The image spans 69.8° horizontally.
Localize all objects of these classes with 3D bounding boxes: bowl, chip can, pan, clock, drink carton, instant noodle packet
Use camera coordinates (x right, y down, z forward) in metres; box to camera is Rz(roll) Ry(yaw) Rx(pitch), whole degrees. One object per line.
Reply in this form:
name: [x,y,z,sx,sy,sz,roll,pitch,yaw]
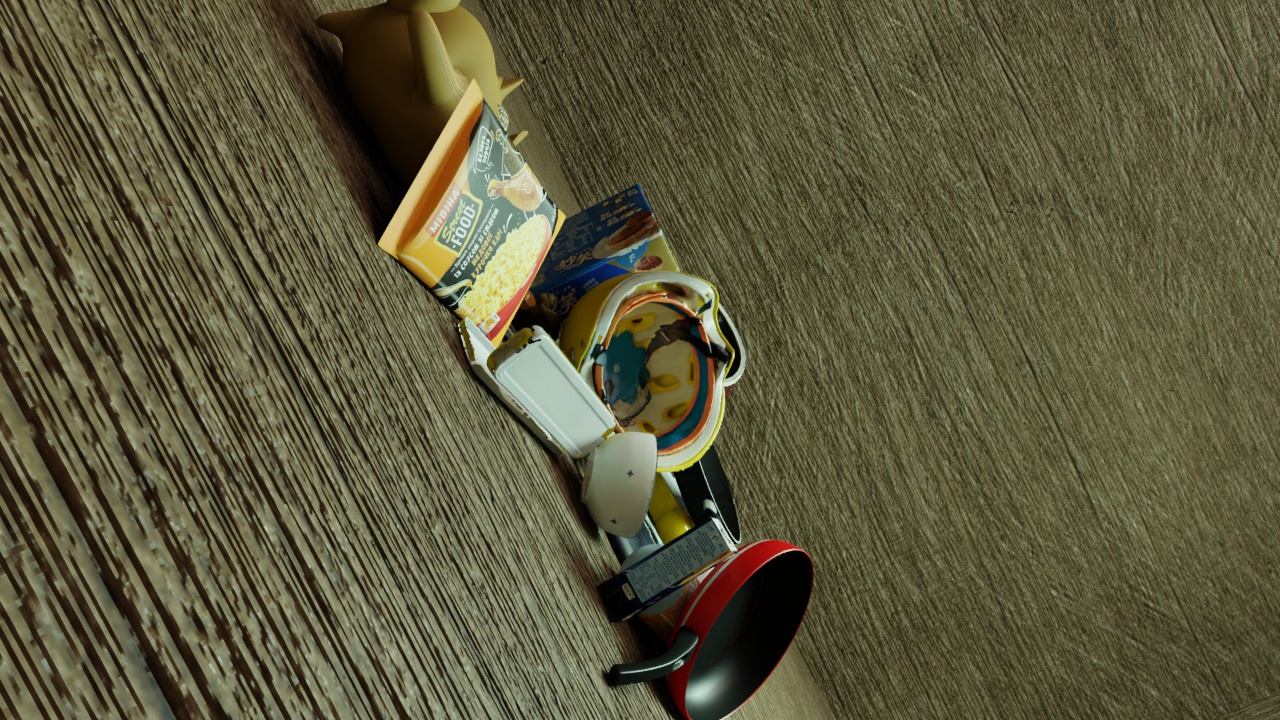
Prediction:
bowl: [-0.026,0.127,0.967,0.113,0.063,0.113,-168,-89,-80]
chip can: [0.047,0.279,1.011,0.215,0.075,0.075,58,8,-50]
pan: [0.064,0.273,0.903,0.067,0.209,0.355,29,9,36]
pan: [0.080,0.178,1.164,0.355,0.044,0.204,-83,150,-71]
clock: [0.030,0.203,1.211,0.152,0.052,0.114,58,-8,32]
drink carton: [0.026,0.200,0.878,0.040,0.130,0.064,59,4,17]
pan: [-0.044,0.141,1.101,0.356,0.021,0.198,63,5,-5]
instant noodle packet: [-0.140,-0.118,0.824,0.032,0.159,0.221,20,-15,23]

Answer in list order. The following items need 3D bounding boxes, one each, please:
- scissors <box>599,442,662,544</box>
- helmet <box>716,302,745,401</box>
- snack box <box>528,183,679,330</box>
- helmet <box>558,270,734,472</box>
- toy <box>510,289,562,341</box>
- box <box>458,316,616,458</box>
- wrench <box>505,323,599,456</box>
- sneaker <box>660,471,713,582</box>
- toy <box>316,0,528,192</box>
scissors: [-0.012,0.157,1.129,0.170,0.028,0.139,64,1,1]
helmet: [0.031,-0.007,1.363,0.234,0.254,0.232,46,38,-3]
snack box: [-0.067,-0.130,1.191,0.069,0.203,0.155,61,5,-33]
helmet: [-0.007,0.006,1.102,0.140,0.208,0.240,17,-56,53]
toy: [-0.127,-0.060,1.043,0.076,0.062,0.100,42,-6,42]
box: [-0.090,0.022,0.883,0.209,0.080,0.079,55,12,-56]
wrench: [-0.100,0.032,1.014,0.273,0.010,0.070,58,7,-21]
sneaker: [0.041,0.196,1.363,0.116,0.112,0.293,34,23,-34]
toy: [-0.182,-0.232,0.845,0.199,0.162,0.203,-144,-145,-66]
